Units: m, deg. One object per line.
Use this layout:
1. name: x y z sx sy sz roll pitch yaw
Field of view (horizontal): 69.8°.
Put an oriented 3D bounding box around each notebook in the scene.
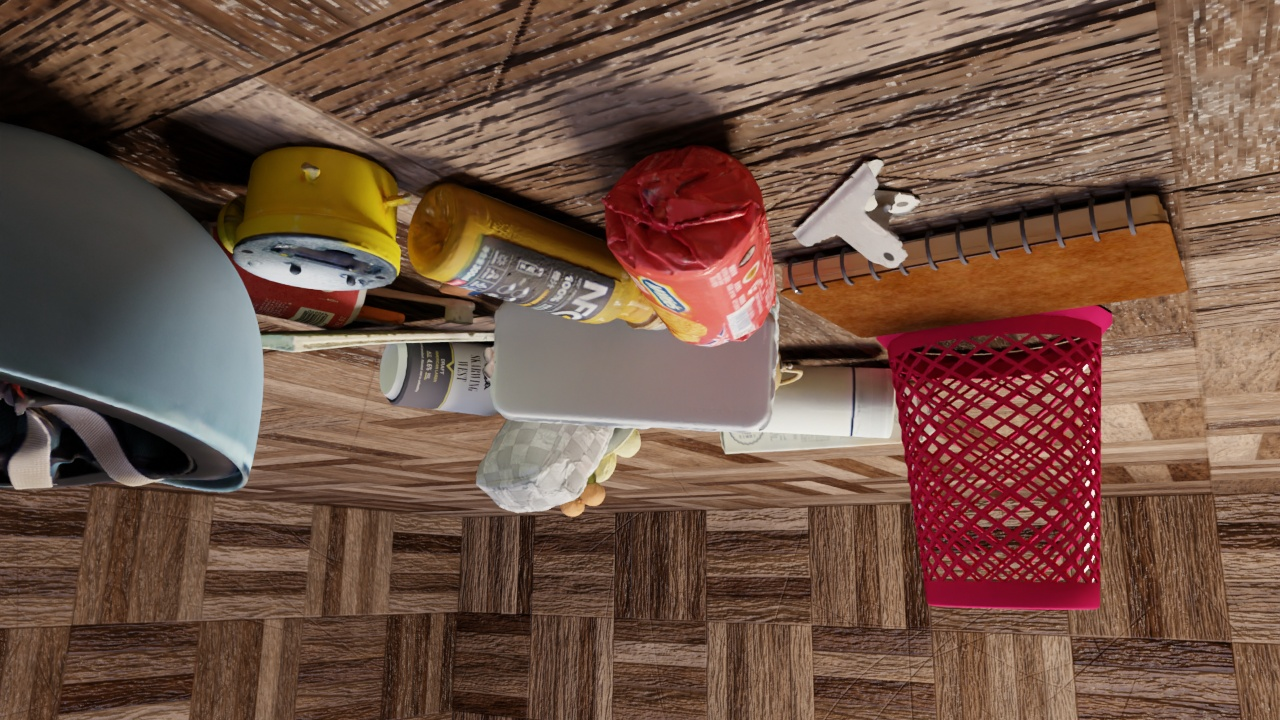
1. notebook: 0.223 -0.055 0.603 0.226 0.024 0.167 -9 165 33
2. notebook: -0.231 -0.017 0.657 0.182 0.010 0.252 2 -177 21

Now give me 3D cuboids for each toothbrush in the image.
1. toothbrush: -0.079 -0.055 0.642 0.135 0.017 0.021 -1 163 16
2. toothbrush: -0.205 -0.049 0.666 0.181 0.018 0.016 10 165 -32

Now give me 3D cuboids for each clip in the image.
1. clip: 0.126 -0.077 0.510 0.054 0.038 0.102 16 165 -8

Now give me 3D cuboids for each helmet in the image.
1. helmet: -0.299 -0.023 0.437 0.266 0.166 0.225 8 160 17

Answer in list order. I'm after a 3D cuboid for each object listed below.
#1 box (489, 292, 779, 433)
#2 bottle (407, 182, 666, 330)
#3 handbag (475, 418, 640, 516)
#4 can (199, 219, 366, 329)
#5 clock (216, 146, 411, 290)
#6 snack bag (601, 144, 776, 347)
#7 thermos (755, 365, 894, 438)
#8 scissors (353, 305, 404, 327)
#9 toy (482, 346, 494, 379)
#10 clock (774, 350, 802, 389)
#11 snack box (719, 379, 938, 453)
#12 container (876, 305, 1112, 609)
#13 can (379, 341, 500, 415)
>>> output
1. box: -0.006 0.005 0.656 0.216 0.109 0.108 -2 130 8
2. bottle: -0.048 -0.054 0.555 0.053 0.053 0.186 -11 162 41
3. handbag: -0.069 0.079 0.860 0.113 0.171 0.123 -10 126 37
4. can: -0.224 -0.053 0.568 0.096 0.054 0.054 12 162 -41
5. clock: -0.176 -0.069 0.491 0.083 0.057 0.119 11 163 -40
6. snack bag: 0.034 -0.059 0.495 0.082 0.082 0.176 -2 167 11
7. thermos: 0.121 0.036 0.868 0.230 0.068 0.068 3 167 11
8. scissors: -0.230 -0.038 0.694 0.125 0.011 0.129 9 176 11
9. toy: -0.074 0.005 0.769 0.125 0.075 0.037 13 144 -39
10. clock: 0.059 0.016 0.784 0.158 0.081 0.117 3 167 -11
11. snack box: 0.196 0.058 0.960 0.208 0.057 0.104 -6 180 26
12. container: 0.293 0.084 0.746 0.183 0.225 0.183 1 167 0
13. can: -0.164 0.014 0.824 0.127 0.064 0.064 9 164 -33
